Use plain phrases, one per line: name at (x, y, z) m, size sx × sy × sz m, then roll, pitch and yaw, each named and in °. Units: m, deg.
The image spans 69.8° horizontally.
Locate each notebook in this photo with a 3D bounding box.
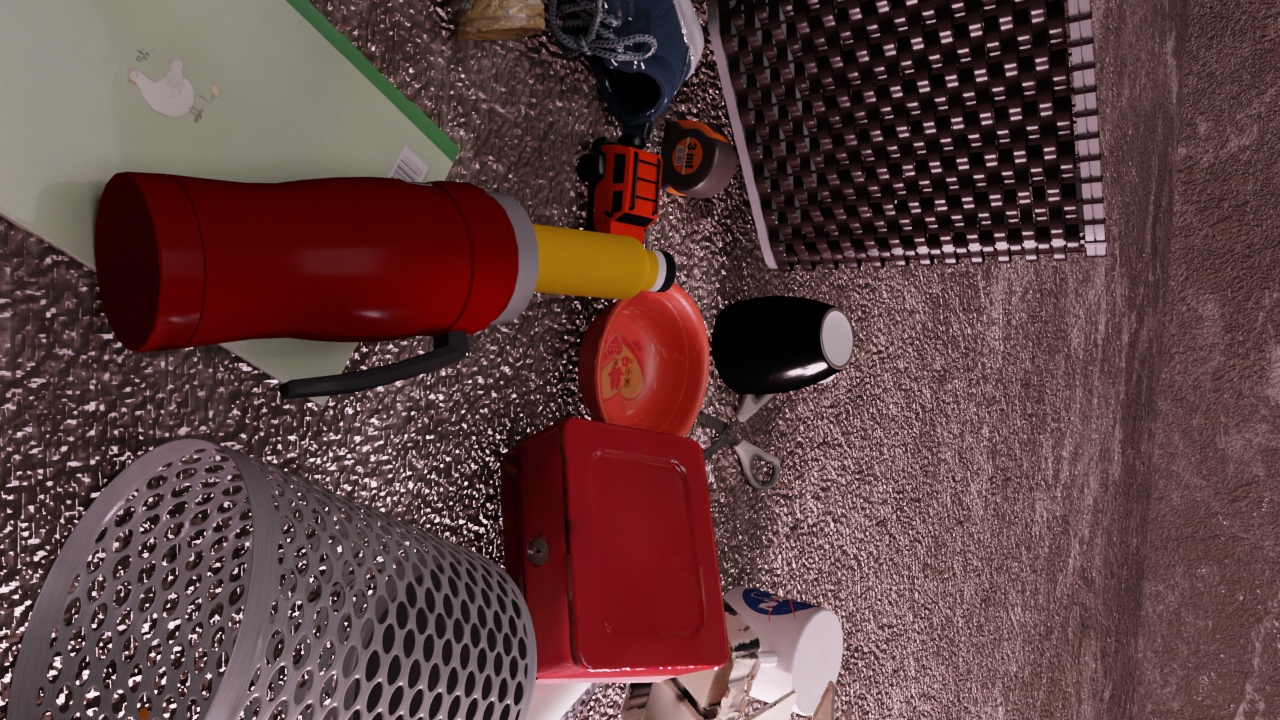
notebook at (-0.210, -0.114, 0.452) m, size 0.252 × 0.010 × 0.181 m, roll 42°, pitch 63°, yaw -44°

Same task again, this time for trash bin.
trash bin at (-0.158, 0.140, 0.435) m, size 0.183 × 0.157 × 0.156 m, roll 36°, pitch 67°, yaw -49°

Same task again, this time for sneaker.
sneaker at (-0.021, -0.234, 0.582) m, size 0.087 × 0.089 × 0.235 m, roll -63°, pitch 154°, yaw -15°

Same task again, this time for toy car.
toy car at (-0.014, -0.108, 0.653) m, size 0.051 × 0.049 × 0.100 m, roll 1°, pitch 94°, yaw -50°

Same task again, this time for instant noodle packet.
instant noodle packet at (-0.193, 0.295, 0.448) m, size 0.159 × 0.032 × 0.221 m, roll -100°, pitch 164°, yaw -54°

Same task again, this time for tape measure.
tape measure at (0.046, -0.156, 0.713) m, size 0.038 × 0.059 × 0.058 m, roll 4°, pitch 94°, yaw -50°

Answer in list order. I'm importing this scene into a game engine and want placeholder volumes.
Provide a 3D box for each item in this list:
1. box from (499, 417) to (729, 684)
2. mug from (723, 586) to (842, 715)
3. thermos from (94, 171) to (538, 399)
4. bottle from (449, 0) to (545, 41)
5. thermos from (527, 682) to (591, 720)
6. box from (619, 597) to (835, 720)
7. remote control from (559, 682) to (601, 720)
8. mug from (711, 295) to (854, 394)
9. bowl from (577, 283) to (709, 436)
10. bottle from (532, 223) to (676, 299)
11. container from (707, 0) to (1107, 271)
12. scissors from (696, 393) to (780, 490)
box at (-0.017, 0.125, 0.591) m, size 0.128 × 0.088 × 0.157 m, roll 13°, pitch 57°, yaw -38°
mug at (0.110, 0.255, 0.811) m, size 0.121 × 0.090 × 0.091 m, roll 16°, pitch 82°, yaw -49°
thermos at (-0.147, -0.038, 0.456) m, size 0.198 × 0.084 × 0.108 m, roll -8°, pitch 84°, yaw -47°
bottle at (-0.090, -0.247, 0.541) m, size 0.056 × 0.056 × 0.105 m, roll -21°, pitch 110°, yaw -47°
thermos at (-0.092, 0.223, 0.577) m, size 0.229 × 0.068 × 0.068 m, roll -37°, pitch 121°, yaw -46°
box at (0.088, 0.260, 0.677) m, size 0.104 × 0.187 × 0.144 m, roll 0°, pitch 115°, yaw -35°
remote control at (-0.035, 0.224, 0.686) m, size 0.149 × 0.022 × 0.047 m, roll -45°, pitch 150°, yaw -36°
mug at (0.136, -0.008, 0.790) m, size 0.118 × 0.100 × 0.084 m, roll 29°, pitch 66°, yaw -40°
bowl at (-0.004, 0.004, 0.681) m, size 0.130 × 0.045 × 0.130 m, roll -8°, pitch 100°, yaw -49°
bottle at (-0.043, -0.064, 0.597) m, size 0.143 × 0.043 × 0.043 m, roll 2°, pitch 93°, yaw -32°
container at (0.221, -0.222, 0.726) m, size 0.246 × 0.244 × 0.246 m, roll -55°, pitch 134°, yaw -52°
scissors at (0.091, 0.063, 0.827) m, size 0.170 × 0.013 × 0.157 m, roll -54°, pitch 130°, yaw -30°
